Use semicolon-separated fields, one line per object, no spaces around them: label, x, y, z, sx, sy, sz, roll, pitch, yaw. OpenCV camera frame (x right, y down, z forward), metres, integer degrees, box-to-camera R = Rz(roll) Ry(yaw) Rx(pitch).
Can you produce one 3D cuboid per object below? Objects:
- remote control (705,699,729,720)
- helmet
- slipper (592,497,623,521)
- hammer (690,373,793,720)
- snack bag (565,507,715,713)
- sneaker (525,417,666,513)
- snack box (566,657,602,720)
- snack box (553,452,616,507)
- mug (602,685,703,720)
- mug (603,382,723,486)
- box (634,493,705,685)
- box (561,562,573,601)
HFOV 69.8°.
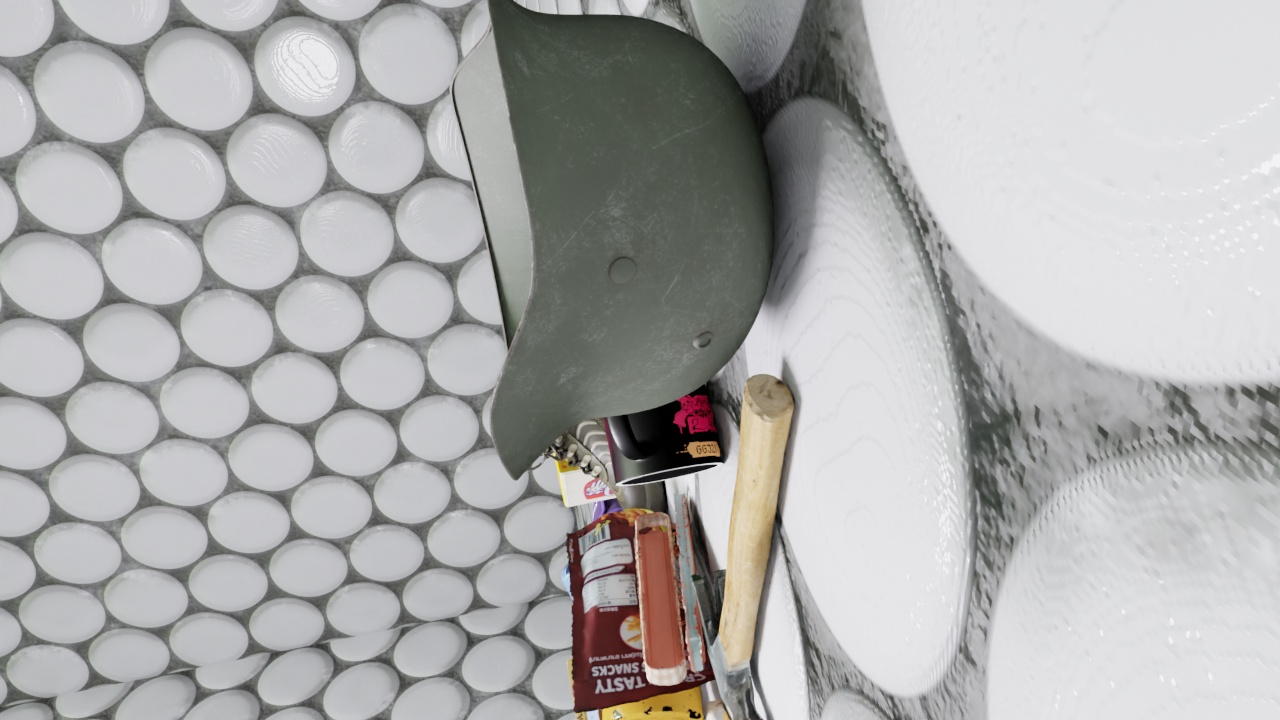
remote control;0.080;0.349;0.821;0.125;0.018;0.038;-142;43;-77
helmet;-0.012;-0.073;0.470;0.268;0.154;0.226;85;173;-56
slipper;-0.024;0.226;1.165;0.266;0.084;0.107;-119;21;-68
hammer;0.068;0.132;0.603;0.331;0.033;0.132;90;169;-46
snack bag;-0.002;0.223;0.845;0.207;0.139;0.067;-108;16;-60
sneaker;-0.071;0.097;1.028;0.238;0.143;0.101;63;170;5
snack box;-0.005;0.405;1.053;0.186;0.032;0.101;36;-152;-43
snack box;-0.069;0.087;1.224;0.230;0.110;0.062;-110;12;-53
mug;0.003;0.315;0.898;0.124;0.100;0.094;-38;41;38
mug;0.005;0.036;0.674;0.118;0.082;0.098;15;-119;-64
box;0.024;0.194;0.802;0.186;0.056;0.071;-95;27;-56
box;-0.024;0.345;1.190;0.209;0.073;0.085;64;-154;-9
